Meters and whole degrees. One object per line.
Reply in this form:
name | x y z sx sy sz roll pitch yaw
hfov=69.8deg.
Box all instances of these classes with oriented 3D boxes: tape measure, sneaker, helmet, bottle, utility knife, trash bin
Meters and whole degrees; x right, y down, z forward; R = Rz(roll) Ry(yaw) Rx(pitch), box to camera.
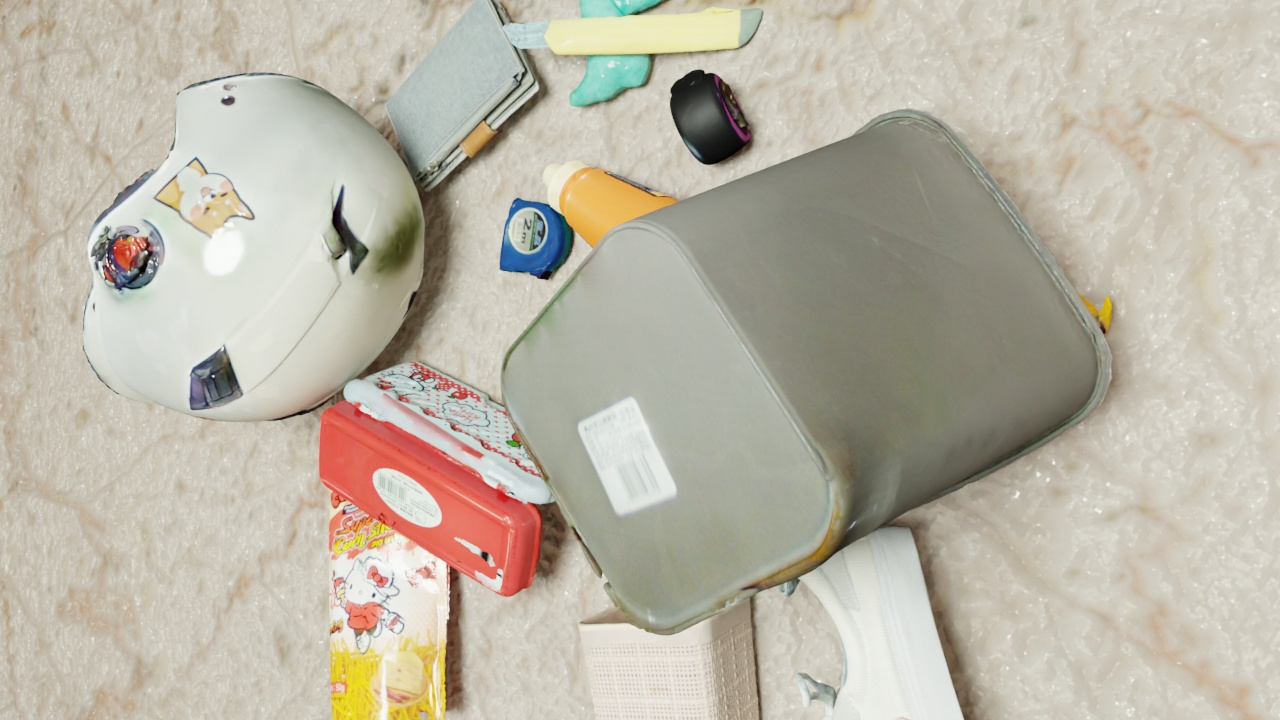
tape measure | -0.078 -0.091 0.690 0.054 0.025 0.058 12 96 26
tape measure | 0.048 -0.162 0.610 0.039 0.057 0.057 -24 67 23
sneaker | 0.139 0.220 0.514 0.091 0.089 0.242 -16 75 10
helmet | -0.256 -0.061 0.679 0.157 0.230 0.274 26 86 20
bottle | -0.017 -0.100 0.641 0.149 0.066 0.067 38 104 32
utility knife | -0.008 -0.229 0.638 0.183 0.019 0.031 1 87 4
trash bin | 0.073 0.008 0.458 0.199 0.219 0.199 58 136 11

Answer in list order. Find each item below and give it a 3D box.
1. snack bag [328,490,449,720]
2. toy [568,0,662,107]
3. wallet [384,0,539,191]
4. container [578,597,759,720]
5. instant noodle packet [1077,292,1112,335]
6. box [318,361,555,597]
snack bag | -0.199 0.177 0.722 0.129 0.073 0.207 -12 74 27
toy | -0.016 -0.238 0.665 0.097 0.030 0.092 -14 82 21
wallet | -0.141 -0.207 0.724 0.130 0.037 0.106 -37 62 24
container | 0.023 0.211 0.581 0.090 0.089 0.111 -10 84 27
instant noodle packet | 0.189 -0.031 0.535 0.111 0.044 0.128 -47 67 13
box | -0.136 0.080 0.683 0.201 0.100 0.094 25 120 26
